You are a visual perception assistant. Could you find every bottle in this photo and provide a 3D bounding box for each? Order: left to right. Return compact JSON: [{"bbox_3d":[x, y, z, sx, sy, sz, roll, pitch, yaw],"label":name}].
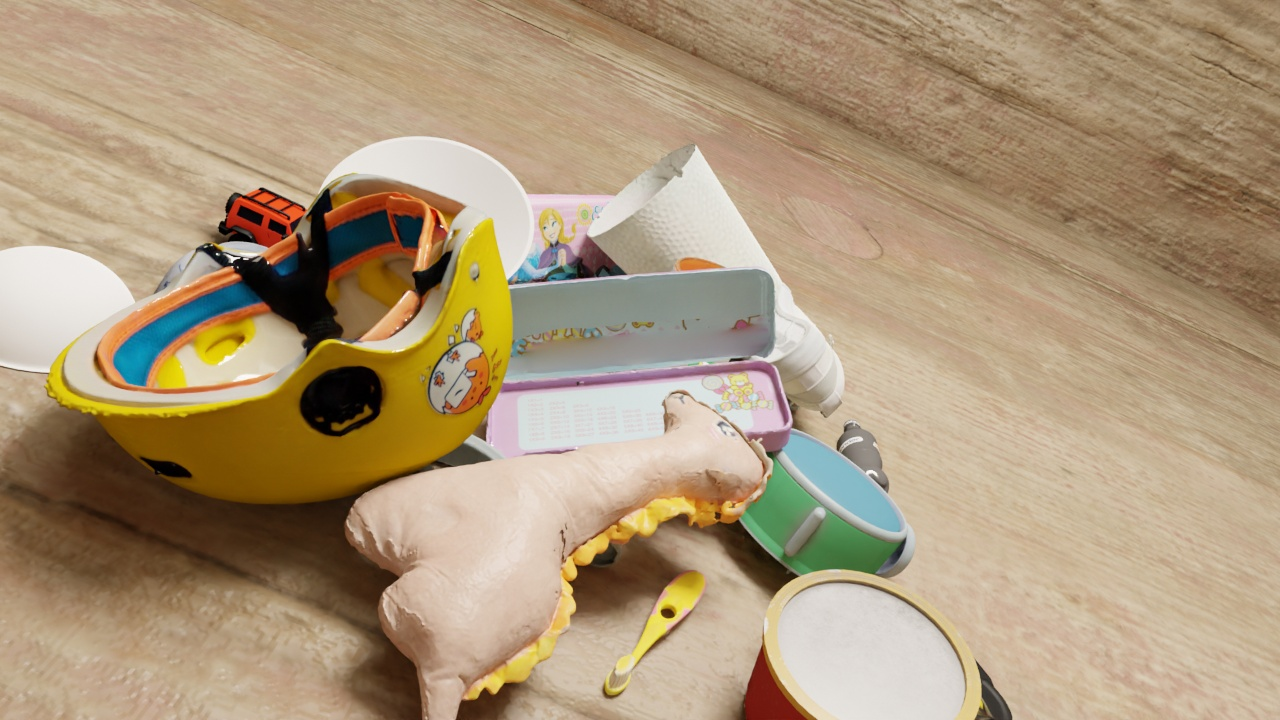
[{"bbox_3d":[0.196,0.087,0.818,0.036,0.036,0.109,22,26,-7],"label":"bottle"}]

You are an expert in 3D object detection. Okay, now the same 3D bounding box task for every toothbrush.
[{"bbox_3d":[0.013,0.158,0.553,0.021,0.016,0.135,28,26,16],"label":"toothbrush"}]

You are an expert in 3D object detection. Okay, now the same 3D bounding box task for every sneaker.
[{"bbox_3d":[0.140,-0.012,0.914,0.091,0.089,0.242,51,6,-19],"label":"sneaker"}]

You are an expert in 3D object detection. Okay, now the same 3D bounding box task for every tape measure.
[{"bbox_3d":[0.196,0.220,0.570,0.071,0.042,0.072,10,32,-34],"label":"tape measure"}]

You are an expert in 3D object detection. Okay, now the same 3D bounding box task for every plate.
[{"bbox_3d":[-0.178,-0.109,0.763,0.174,0.036,0.173,6,58,-10],"label":"plate"}]

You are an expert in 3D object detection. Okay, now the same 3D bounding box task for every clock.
[{"bbox_3d":[0.141,0.116,0.687,0.161,0.075,0.122,18,24,-43],"label":"clock"},{"bbox_3d":[0.123,0.182,0.528,0.117,0.081,0.158,19,34,12],"label":"clock"}]

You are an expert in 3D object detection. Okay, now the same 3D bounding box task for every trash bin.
[{"bbox_3d":[0.050,-0.106,0.898,0.161,0.133,0.133,49,20,-19],"label":"trash bin"}]

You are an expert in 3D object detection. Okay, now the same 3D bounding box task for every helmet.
[{"bbox_3d":[-0.179,0.006,0.525,0.239,0.140,0.209,-35,38,-25],"label":"helmet"}]

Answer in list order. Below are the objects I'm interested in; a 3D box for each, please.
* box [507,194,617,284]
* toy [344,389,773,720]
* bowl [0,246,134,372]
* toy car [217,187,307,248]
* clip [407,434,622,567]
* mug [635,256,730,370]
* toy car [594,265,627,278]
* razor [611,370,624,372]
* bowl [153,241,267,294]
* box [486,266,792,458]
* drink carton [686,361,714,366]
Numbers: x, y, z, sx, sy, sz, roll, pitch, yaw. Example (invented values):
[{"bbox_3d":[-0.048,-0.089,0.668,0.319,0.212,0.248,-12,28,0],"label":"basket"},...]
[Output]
[{"bbox_3d":[-0.107,-0.124,0.918,0.091,0.085,0.229,9,13,38],"label":"box"},{"bbox_3d":[-0.023,0.103,0.512,0.263,0.065,0.196,-4,53,-30],"label":"toy"},{"bbox_3d":[-0.364,-0.041,0.566,0.110,0.041,0.109,20,27,-11],"label":"bowl"},{"bbox_3d":[-0.283,-0.100,0.735,0.100,0.049,0.051,24,26,-2],"label":"toy car"},{"bbox_3d":[-0.086,0.089,0.582,0.162,0.027,0.090,40,32,26],"label":"clip"},{"bbox_3d":[0.049,-0.028,0.826,0.082,0.105,0.082,20,27,-11],"label":"mug"},{"bbox_3d":[-0.011,-0.072,0.935,0.060,0.028,0.107,49,29,8],"label":"toy car"},{"bbox_3d":[-0.019,0.005,0.795,0.026,0.043,0.105,20,36,-14],"label":"razor"},{"bbox_3d":[-0.281,-0.052,0.653,0.114,0.045,0.114,20,27,-11],"label":"bowl"},{"bbox_3d":[-0.005,0.006,0.651,0.214,0.140,0.062,-5,-10,-4],"label":"box"},{"bbox_3d":[0.036,0.048,0.727,0.041,0.058,0.122,27,26,4],"label":"drink carton"}]
